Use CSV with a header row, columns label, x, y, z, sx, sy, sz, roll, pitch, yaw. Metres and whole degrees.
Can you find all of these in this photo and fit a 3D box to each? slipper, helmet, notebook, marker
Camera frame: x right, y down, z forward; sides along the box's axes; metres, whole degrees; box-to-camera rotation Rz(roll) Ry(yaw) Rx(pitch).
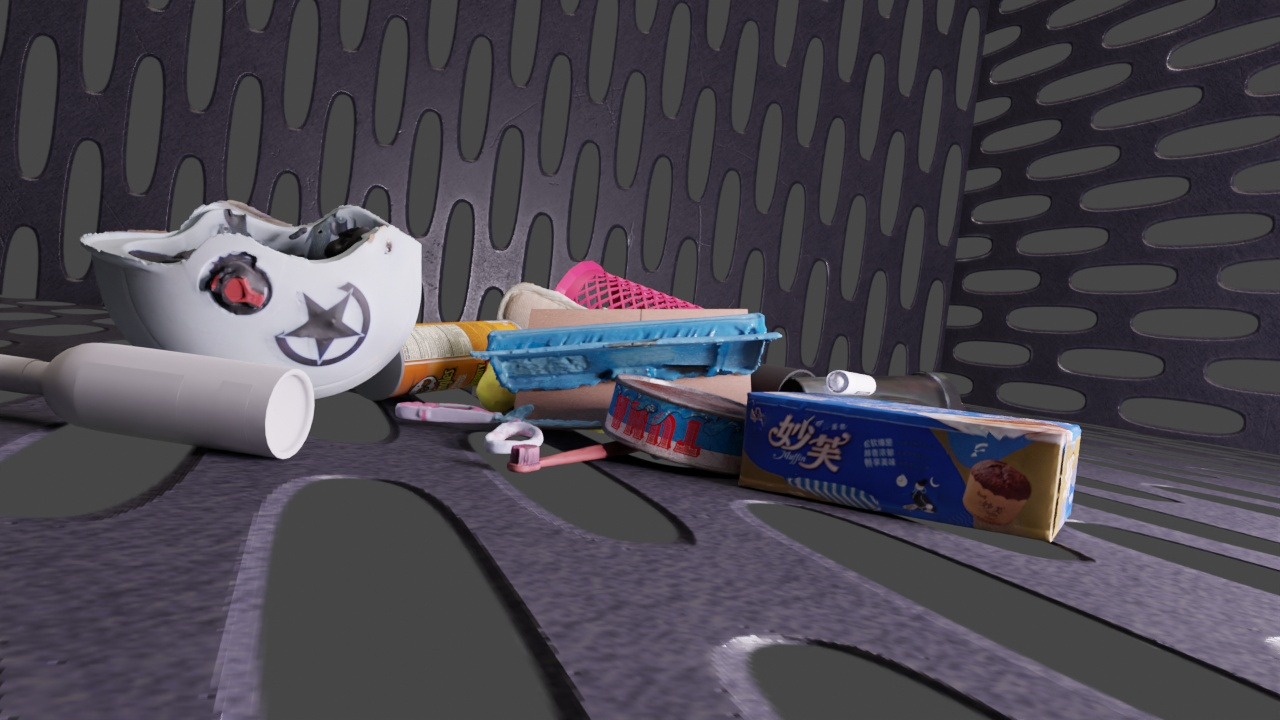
label,x,y,z,sx,sy,sz,roll,pitch,yaw
slipper,-0.053,-0.011,1.071,0.273,0.115,0.053,24,21,16
helmet,-0.323,-0.046,0.791,0.263,0.164,0.237,-6,16,-29
notebook,-0.005,0.005,0.841,0.209,0.141,0.008,0,-41,4
marker,0.164,0.019,0.713,0.020,0.017,0.133,-32,-14,18

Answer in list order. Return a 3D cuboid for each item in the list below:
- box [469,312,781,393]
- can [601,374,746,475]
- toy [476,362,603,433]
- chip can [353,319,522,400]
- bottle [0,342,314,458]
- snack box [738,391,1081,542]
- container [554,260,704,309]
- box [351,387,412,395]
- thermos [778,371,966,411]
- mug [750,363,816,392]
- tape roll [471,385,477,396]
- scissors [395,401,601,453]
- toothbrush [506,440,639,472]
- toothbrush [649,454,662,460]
label,x,y,z,sx,sy,sz,roll,pitch,yaw
box,-0.011,-0.013,0.743,0.231,0.047,0.177,-3,-9,-1
can,0.038,0.049,0.719,0.130,0.044,0.130,15,5,-1
toy,-0.083,0.019,0.955,0.149,0.084,0.214,11,3,6
chip can,-0.211,-0.005,0.989,0.075,0.075,0.214,8,7,27
bottle,-0.294,0.018,0.537,0.195,0.052,0.052,7,2,9
snack box,0.193,0.067,0.650,0.203,0.069,0.154,7,0,29
container,0.014,-0.012,1.156,0.226,0.183,0.183,16,5,23
box,-0.340,0.002,1.022,0.188,0.090,0.078,4,-18,-10
thermos,0.266,0.056,1.036,0.220,0.098,0.098,2,3,-19
mug,0.188,0.056,1.193,0.113,0.078,0.088,38,-15,-30
tape roll,-0.156,0.038,1.108,0.094,0.018,0.094,7,2,0
scissors,-0.117,0.049,0.724,0.170,0.013,0.172,5,6,2
toothbrush,-0.042,0.064,0.660,0.016,0.016,0.189,7,1,23
toothbrush,0.016,0.069,0.795,0.016,0.016,0.180,2,2,2
